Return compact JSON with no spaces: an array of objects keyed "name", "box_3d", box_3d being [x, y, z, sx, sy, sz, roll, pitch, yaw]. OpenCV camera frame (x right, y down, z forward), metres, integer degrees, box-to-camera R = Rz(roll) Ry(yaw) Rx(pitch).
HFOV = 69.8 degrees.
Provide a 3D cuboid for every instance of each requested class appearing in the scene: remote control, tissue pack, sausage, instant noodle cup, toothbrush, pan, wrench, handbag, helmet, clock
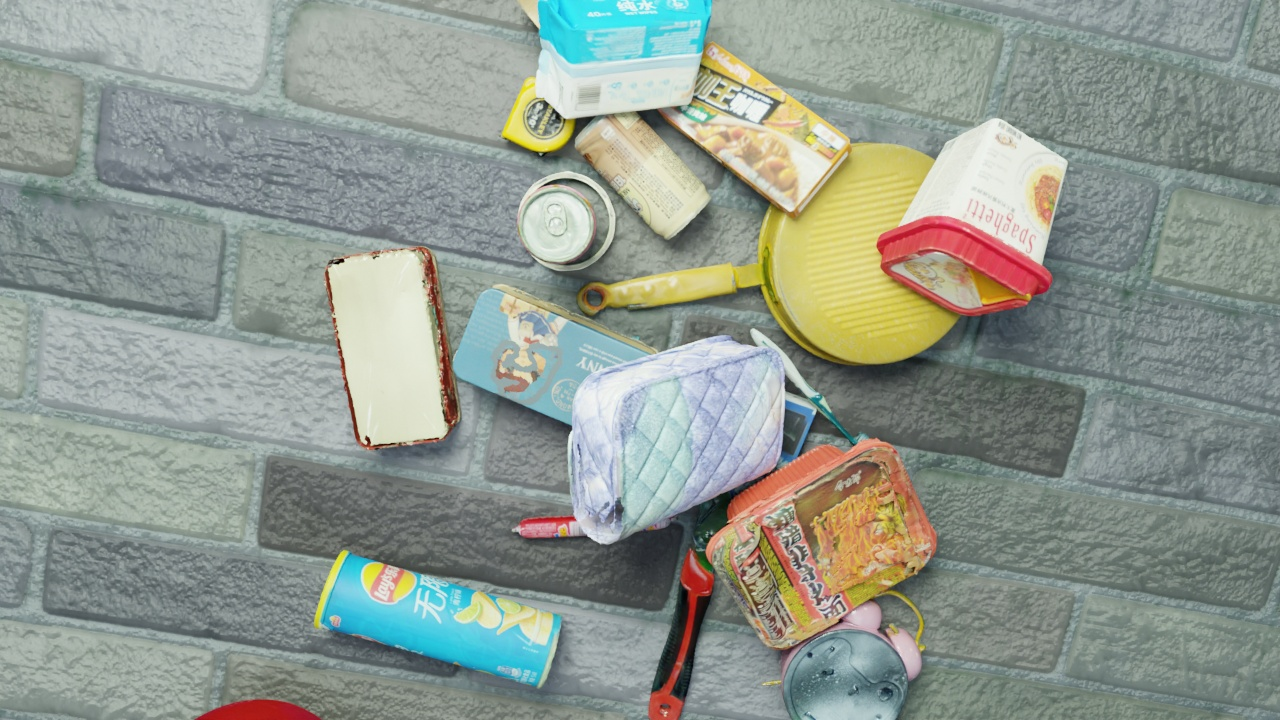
[{"name":"remote control","box_3d":[0.118,0.089,0.851,0.049,0.024,0.125,20,99,-7]},{"name":"tissue pack","box_3d":[-0.013,-0.248,0.722,0.140,0.090,0.063,-11,58,-16]},{"name":"sausage","box_3d":[-0.042,0.153,0.856,0.156,0.020,0.020,-3,100,-3]},{"name":"instant noodle cup","box_3d":[0.273,-0.115,0.741,0.116,0.117,0.124,26,81,-11]},{"name":"toothbrush","box_3d":[0.158,0.031,0.822,0.018,0.016,0.191,-49,117,-5]},{"name":"pan","box_3d":[0.122,-0.080,0.812,0.357,0.078,0.198,-10,98,-8]},{"name":"wrench","box_3d":[0.044,0.226,0.864,0.056,0.016,0.274,8,105,1]},{"name":"handbag","box_3d":[0.033,0.059,0.753,0.193,0.076,0.134,-15,111,-38]},{"name":"helmet","box_3d":[-0.353,0.406,0.824,0.207,0.143,0.240,42,109,-9]},{"name":"clock","box_3d":[0.202,0.285,0.873,0.117,0.059,0.158,43,97,-8]},{"name":"instant noodle cup","box_3d":[0.158,0.154,0.819,0.189,0.079,0.164,-30,121,0]}]

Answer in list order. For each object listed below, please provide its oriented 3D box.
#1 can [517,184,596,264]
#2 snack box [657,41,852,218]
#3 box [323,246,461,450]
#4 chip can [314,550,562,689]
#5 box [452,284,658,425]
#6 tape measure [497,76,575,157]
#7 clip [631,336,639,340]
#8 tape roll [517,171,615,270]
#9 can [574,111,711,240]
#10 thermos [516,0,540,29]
[{"name":"can","box_3d":[-0.064,-0.109,0.728,0.058,0.147,0.058,0,100,-3]},{"name":"snack box","box_3d":[0.094,-0.194,0.769,0.154,0.026,0.075,42,97,17]},{"name":"box","box_3d":[-0.210,-0.011,0.789,0.091,0.076,0.168,-7,101,-1]},{"name":"chip can","box_3d":[-0.181,0.237,0.836,0.210,0.071,0.071,18,98,-6]},{"name":"box","box_3d":[-0.065,0.004,0.800,0.184,0.059,0.090,21,100,1]},{"name":"tape measure","box_3d":[-0.084,-0.206,0.786,0.057,0.029,0.060,24,98,-6]},{"name":"clip","box_3d":[-0.005,0.005,0.835,0.033,0.013,0.054,2,101,-4]},{"name":"tape roll","box_3d":[-0.065,-0.122,0.809,0.086,0.014,0.086,0,100,-3]},{"name":"can","box_3d":[0.002,-0.163,0.783,0.058,0.058,0.116,-44,99,4]},{"name":"thermos","box_3d":[-0.029,-0.319,0.743,0.143,0.093,0.093,-40,100,11]}]
